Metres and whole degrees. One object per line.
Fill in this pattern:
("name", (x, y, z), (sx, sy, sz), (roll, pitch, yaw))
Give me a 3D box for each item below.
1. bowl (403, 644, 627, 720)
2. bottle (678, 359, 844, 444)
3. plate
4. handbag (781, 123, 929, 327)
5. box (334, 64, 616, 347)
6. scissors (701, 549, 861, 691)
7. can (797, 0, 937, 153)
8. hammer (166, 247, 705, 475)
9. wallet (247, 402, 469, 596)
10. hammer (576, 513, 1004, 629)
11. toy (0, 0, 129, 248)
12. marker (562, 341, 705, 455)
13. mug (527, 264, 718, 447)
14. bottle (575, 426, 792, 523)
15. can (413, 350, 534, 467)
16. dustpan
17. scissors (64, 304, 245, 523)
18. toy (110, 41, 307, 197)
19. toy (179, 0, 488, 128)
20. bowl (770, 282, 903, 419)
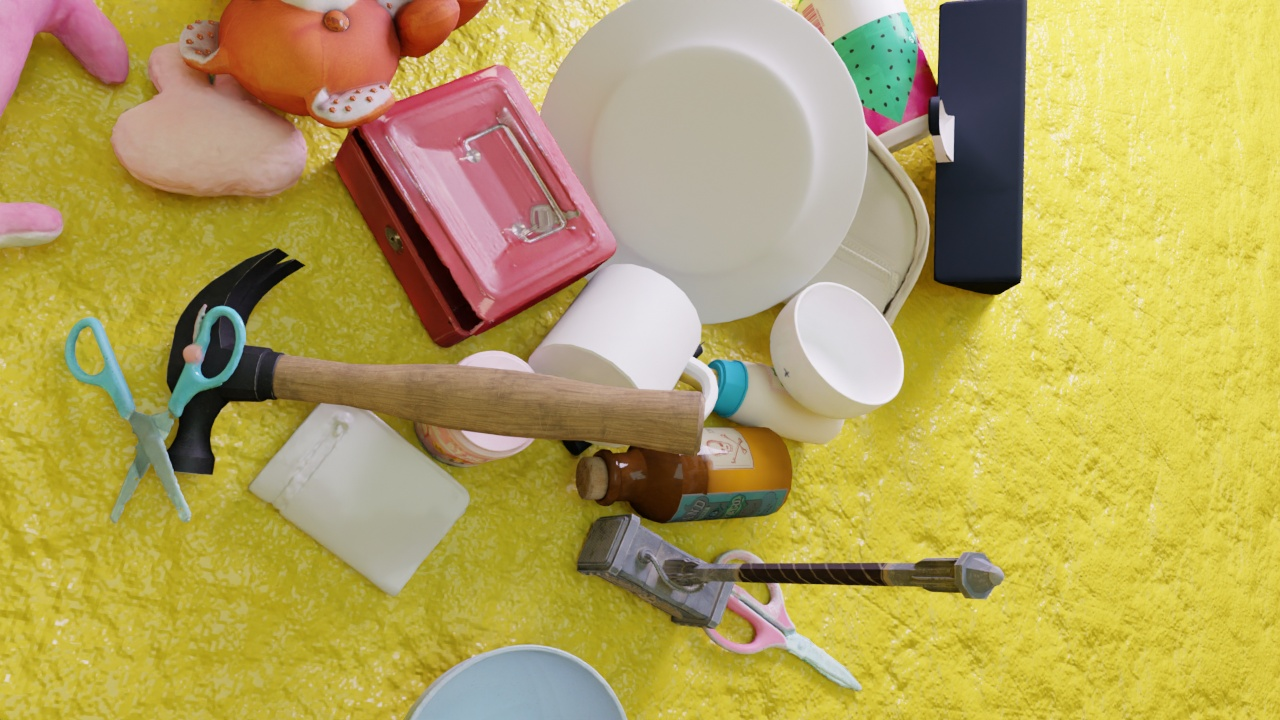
("bowl", (-0.086, 0.247, 0.556), (0.150, 0.075, 0.150), (6, 76, -27))
("bottle", (0.091, 0.028, 0.716), (0.146, 0.051, 0.051), (16, 72, -25))
("plate", (0.044, -0.142, 0.662), (0.242, 0.016, 0.243), (0, 106, -1))
("handbag", (0.121, -0.121, 0.760), (0.229, 0.132, 0.184), (24, 93, -19))
("box", (-0.107, -0.105, 0.616), (0.129, 0.087, 0.158), (-31, 94, -29))
("scissors", (0.115, 0.212, 0.711), (0.174, 0.017, 0.076), (37, 63, -17))
("can", (0.205, -0.270, 0.822), (0.088, 0.088, 0.166), (-23, 91, -31))
("hammer", (-0.115, 0.015, 0.530), (0.305, 0.040, 0.132), (6, 82, 3))
("wallet", (-0.173, 0.081, 0.573), (0.116, 0.032, 0.086), (46, 73, -15))
("hammer", (0.075, 0.122, 0.528), (0.098, 0.323, 0.044), (33, 65, -19))
("toy", (-0.366, -0.186, 0.469), (0.186, 0.128, 0.265), (11, 79, -30))
("marker", (0.001, 0.023, 0.686), (0.145, 0.019, 0.019), (-37, 98, -30))
("mug", (-0.004, 0.004, 0.628), (0.121, 0.091, 0.089), (29, 50, 5))
("bottle", (0.028, 0.082, 0.660), (0.156, 0.068, 0.067), (2, 78, -29))
("can", (-0.105, 0.033, 0.592), (0.067, 0.076, 0.067), (7, 76, -28))
("dustpan", (0.283, -0.182, 0.789), (0.080, 0.272, 0.236), (1, 91, 15))
("scissors", (-0.281, 0.021, 0.513), (0.126, 0.015, 0.136), (25, 84, 7))
("toy", (-0.262, -0.147, 0.562), (0.108, 0.053, 0.105), (0, 68, -29))
("toy", (-0.190, -0.218, 0.570), (0.164, 0.093, 0.172), (20, 50, 4))
("bowl", (0.143, -0.003, 0.697), (0.104, 0.054, 0.104), (17, 57, -27))
